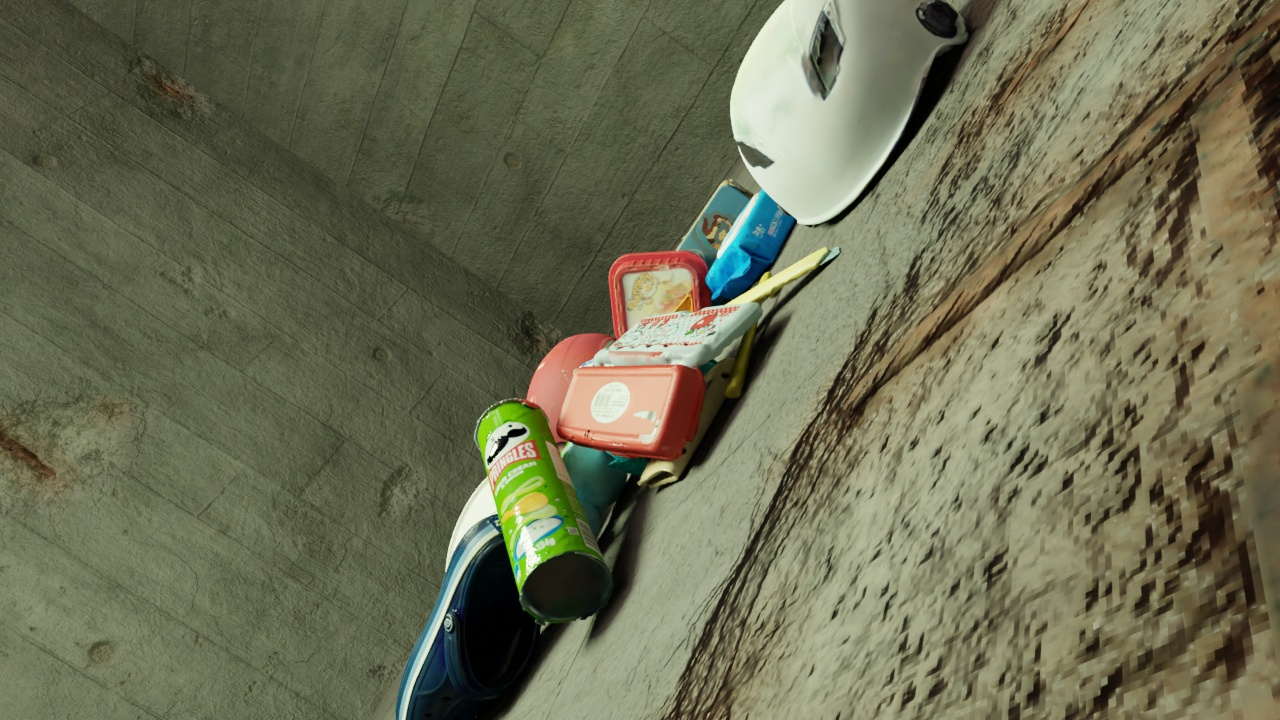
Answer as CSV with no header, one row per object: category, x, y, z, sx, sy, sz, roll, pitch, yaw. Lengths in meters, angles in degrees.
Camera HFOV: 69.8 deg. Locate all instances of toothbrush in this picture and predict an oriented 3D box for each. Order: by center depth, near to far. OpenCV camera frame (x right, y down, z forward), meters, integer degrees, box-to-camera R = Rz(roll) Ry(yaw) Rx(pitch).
toothbrush,0.097,-0.025,0.781,0.016,0.016,0.189,-52,8,36

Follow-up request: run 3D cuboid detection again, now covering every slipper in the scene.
slipper,-0.140,0.258,0.835,0.095,0.105,0.253,38,114,45

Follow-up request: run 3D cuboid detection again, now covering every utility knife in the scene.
utility knife,0.109,-0.063,0.770,0.030,0.018,0.167,-56,11,-34

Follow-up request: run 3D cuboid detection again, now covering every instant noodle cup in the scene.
instant noodle cup,0.031,-0.080,1.098,0.124,0.117,0.116,-58,-36,-69

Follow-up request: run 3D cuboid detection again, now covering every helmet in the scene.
helmet,0.165,-0.250,0.827,0.230,0.146,0.257,-52,6,44
helmet,-0.090,0.062,1.292,0.241,0.144,0.206,-58,-2,28

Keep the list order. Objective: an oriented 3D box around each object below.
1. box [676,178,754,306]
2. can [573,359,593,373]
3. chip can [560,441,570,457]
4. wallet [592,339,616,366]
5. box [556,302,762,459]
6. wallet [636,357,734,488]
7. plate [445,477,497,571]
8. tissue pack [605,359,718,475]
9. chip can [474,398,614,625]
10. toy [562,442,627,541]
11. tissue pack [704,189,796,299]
box,0.091,-0.135,1.169,0.184,0.090,0.062,-57,4,18
can,-0.006,0.006,1.034,0.135,0.053,0.053,-24,13,14
chip can,-0.025,0.062,1.094,0.220,0.072,0.073,-59,5,-34
wallet,-0.006,0.030,0.966,0.096,0.122,0.020,-61,-38,-17
box,0.007,0.011,0.789,0.161,0.059,0.201,-58,23,-17
wallet,0.040,0.055,0.775,0.115,0.024,0.087,-59,10,-22
plate,-0.140,0.194,0.980,0.205,0.045,0.204,-33,41,34
tissue pack,0.018,0.049,0.868,0.133,0.050,0.093,-59,7,-20
chip can,-0.086,0.117,0.767,0.072,0.072,0.236,-55,30,13
toy,-0.052,0.123,0.903,0.161,0.050,0.156,29,-114,-65
tissue pack,0.128,-0.141,1.029,0.156,0.052,0.095,-59,6,-33
